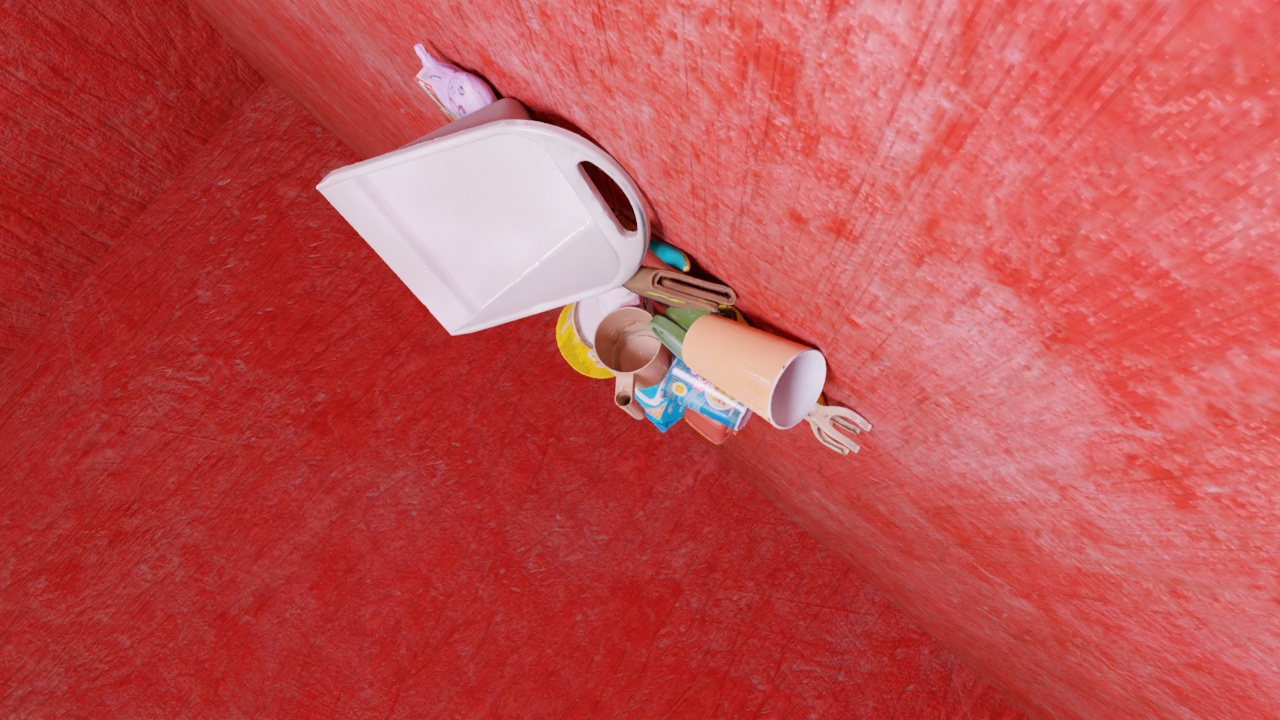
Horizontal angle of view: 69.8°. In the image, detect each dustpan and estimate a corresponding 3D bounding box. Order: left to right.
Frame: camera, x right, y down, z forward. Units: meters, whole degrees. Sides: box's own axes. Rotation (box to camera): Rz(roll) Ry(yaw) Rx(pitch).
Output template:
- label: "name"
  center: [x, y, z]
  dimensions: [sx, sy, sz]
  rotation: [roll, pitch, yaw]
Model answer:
- label: "dustpan"
  center: [-0.129, -0.122, 0.853]
  dimensions: [0.223, 0.258, 0.142]
  rotation: [53, -171, -38]

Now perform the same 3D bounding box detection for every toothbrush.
- label: "toothbrush"
  center: [0.185, 0.039, 0.972]
  dimensions: [0.018, 0.016, 0.191]
  rotation: [50, 180, 29]

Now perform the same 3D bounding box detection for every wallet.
- label: "wallet"
  center: [0.034, -0.072, 0.903]
  dimensions: [0.090, 0.033, 0.115]
  rotation: [15, -179, -18]

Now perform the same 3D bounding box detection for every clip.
- label: "clip"
  center: [0.182, 0.061, 0.946]
  dimensions: [0.105, 0.034, 0.083]
  rotation: [27, 167, 16]

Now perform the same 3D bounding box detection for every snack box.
- label: "snack box"
  center: [-0.184, -0.263, 1.028]
  dimensions: [0.075, 0.025, 0.153]
  rotation: [38, 174, 35]
- label: "snack box"
  center: [0.115, 0.062, 1.288]
  dimensions: [0.082, 0.091, 0.080]
  rotation: [39, 168, 10]

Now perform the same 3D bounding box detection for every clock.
- label: "clock"
  center: [0.083, -0.013, 1.040]
  dimensions: [0.161, 0.056, 0.116]
  rotation: [40, 176, 9]

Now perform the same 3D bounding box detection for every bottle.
- label: "bottle"
  center: [-0.022, -0.084, 1.156]
  dimensions: [0.068, 0.068, 0.197]
  rotation: [40, 173, 12]

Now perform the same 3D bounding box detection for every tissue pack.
- label: "tissue pack"
  center: [0.033, 0.021, 1.316]
  dimensions: [0.090, 0.140, 0.063]
  rotation: [39, -155, 32]

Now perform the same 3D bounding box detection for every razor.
- label: "razor"
  center: [0.008, -0.112, 0.900]
  dimensions: [0.028, 0.043, 0.132]
  rotation: [-1, -157, -42]

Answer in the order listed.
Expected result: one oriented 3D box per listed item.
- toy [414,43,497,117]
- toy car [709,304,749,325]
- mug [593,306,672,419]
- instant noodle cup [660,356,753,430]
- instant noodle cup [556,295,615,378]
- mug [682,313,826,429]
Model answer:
- label: "toy"
  center: [-0.172, -0.261, 0.887]
  dimensions: [0.108, 0.039, 0.084]
  rotation: [38, 166, 39]
- label: "toy car"
  center: [0.110, -0.019, 0.932]
  dimensions: [0.105, 0.032, 0.048]
  rotation: [52, 174, 0]
- label: "mug"
  center: [-0.007, 0.007, 1.143]
  dimensions: [0.084, 0.124, 0.103]
  rotation: [0, 167, 12]
- label: "instant noodle cup"
  center: [0.098, 0.034, 1.188]
  dimensions: [0.110, 0.099, 0.099]
  rotation: [30, 173, 15]
- label: "instant noodle cup"
  center: [-0.051, -0.051, 1.337]
  dimensions: [0.138, 0.138, 0.110]
  rotation: [41, 166, 1]
- label: "mug"
  center: [0.101, 0.003, 0.855]
  dimensions: [0.123, 0.078, 0.078]
  rotation: [31, 170, 40]
